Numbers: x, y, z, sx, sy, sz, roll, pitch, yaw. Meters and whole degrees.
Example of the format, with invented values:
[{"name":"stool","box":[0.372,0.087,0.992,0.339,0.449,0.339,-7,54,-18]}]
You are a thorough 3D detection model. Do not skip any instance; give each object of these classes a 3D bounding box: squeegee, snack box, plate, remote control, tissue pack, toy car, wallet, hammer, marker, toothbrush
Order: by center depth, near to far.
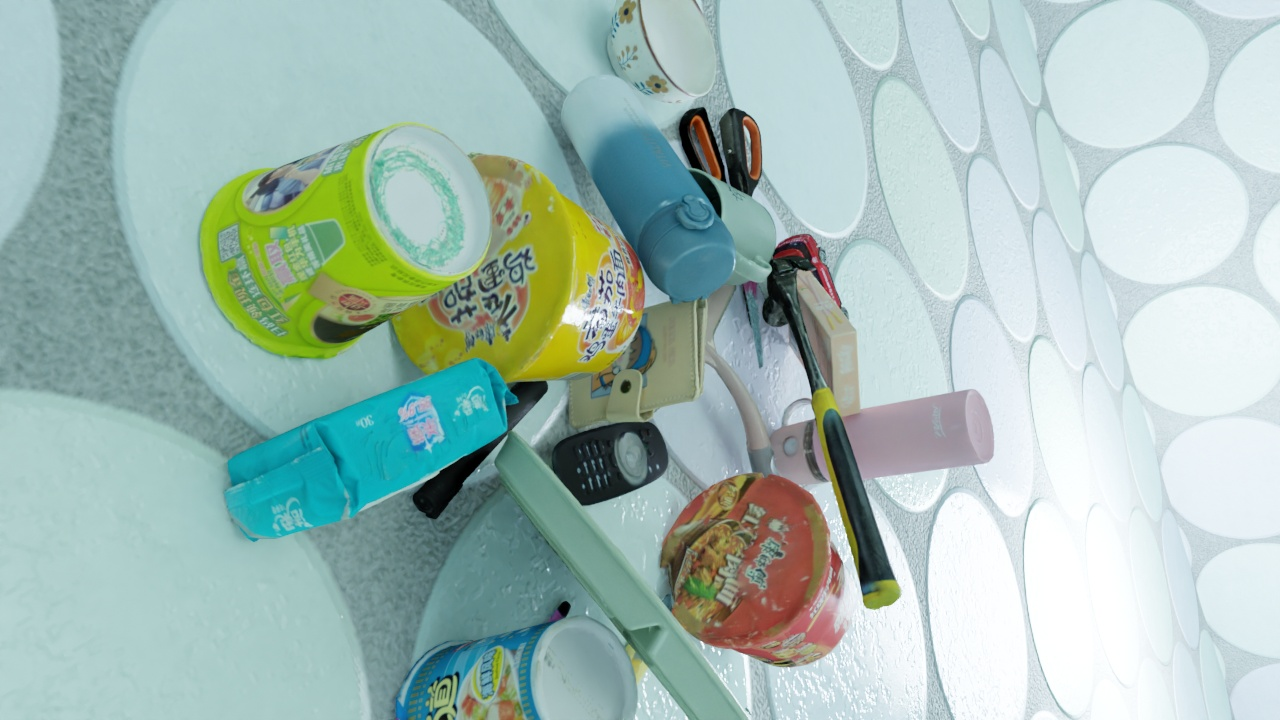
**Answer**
[{"name":"tissue pack","box":[-0.138,0.044,0.481,0.133,0.093,0.050,-27,96,-52]},{"name":"plate","box":[-0.013,0.137,0.537,0.027,0.230,0.230,-38,113,-12]},{"name":"toothbrush","box":[-0.086,0.213,0.555,0.014,0.018,0.188,56,39,-15]},{"name":"marker","box":[-0.099,0.051,0.589,0.131,0.020,0.022,-52,136,-46]},{"name":"wallet","box":[-0.004,0.004,0.648,0.024,0.115,0.087,33,54,-45]},{"name":"remote control","box":[-0.024,0.075,0.673,0.136,0.024,0.053,-8,78,-56]},{"name":"hammer","box":[0.158,0.047,0.780,0.126,0.032,0.322,83,-4,-60]},{"name":"squeegee","box":[0.096,0.069,0.812,0.250,0.040,0.246,65,31,-20]},{"name":"snack box","box":[0.171,-0.020,0.873,0.157,0.026,0.084,-106,-174,-63]},{"name":"toy car","box":[0.176,-0.071,0.962,0.045,0.053,0.120,-38,106,-49]}]

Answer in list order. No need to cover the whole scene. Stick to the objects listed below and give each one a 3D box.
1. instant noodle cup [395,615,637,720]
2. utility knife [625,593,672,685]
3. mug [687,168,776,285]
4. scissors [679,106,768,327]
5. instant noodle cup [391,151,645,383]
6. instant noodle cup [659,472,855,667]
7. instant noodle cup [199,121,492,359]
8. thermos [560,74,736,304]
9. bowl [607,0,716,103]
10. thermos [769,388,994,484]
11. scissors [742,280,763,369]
[{"name":"instant noodle cup","box":[-0.062,0.188,0.499,0.099,0.110,0.099,28,46,-34]},{"name":"utility knife","box":[-0.015,0.225,0.650,0.165,0.018,0.031,-48,122,-53]},{"name":"mug","box":[0.072,-0.104,0.794,0.106,0.082,0.111,14,29,-53]},{"name":"scissors","box":[0.088,-0.146,0.904,0.189,0.022,0.229,24,66,-41]},{"name":"instant noodle cup","box":[-0.069,-0.047,0.574,0.109,0.138,0.138,9,71,-59]},{"name":"instant noodle cup","box":[0.102,0.172,0.720,0.108,0.138,0.137,46,45,-45]},{"name":"instant noodle cup","box":[-0.146,-0.066,0.480,0.111,0.124,0.111,21,63,-48]},{"name":"thermos","box":[0.003,-0.128,0.657,0.070,0.070,0.220,31,23,-43]},{"name":"bowl","box":[0.011,-0.277,0.807,0.113,0.062,0.113,19,65,-48]},{"name":"thermos","box":[0.214,0.065,0.841,0.067,0.199,0.087,26,60,-43]},{"name":"scissors","box":[0.106,-0.057,0.872,0.056,0.017,0.133,10,70,-53]}]
